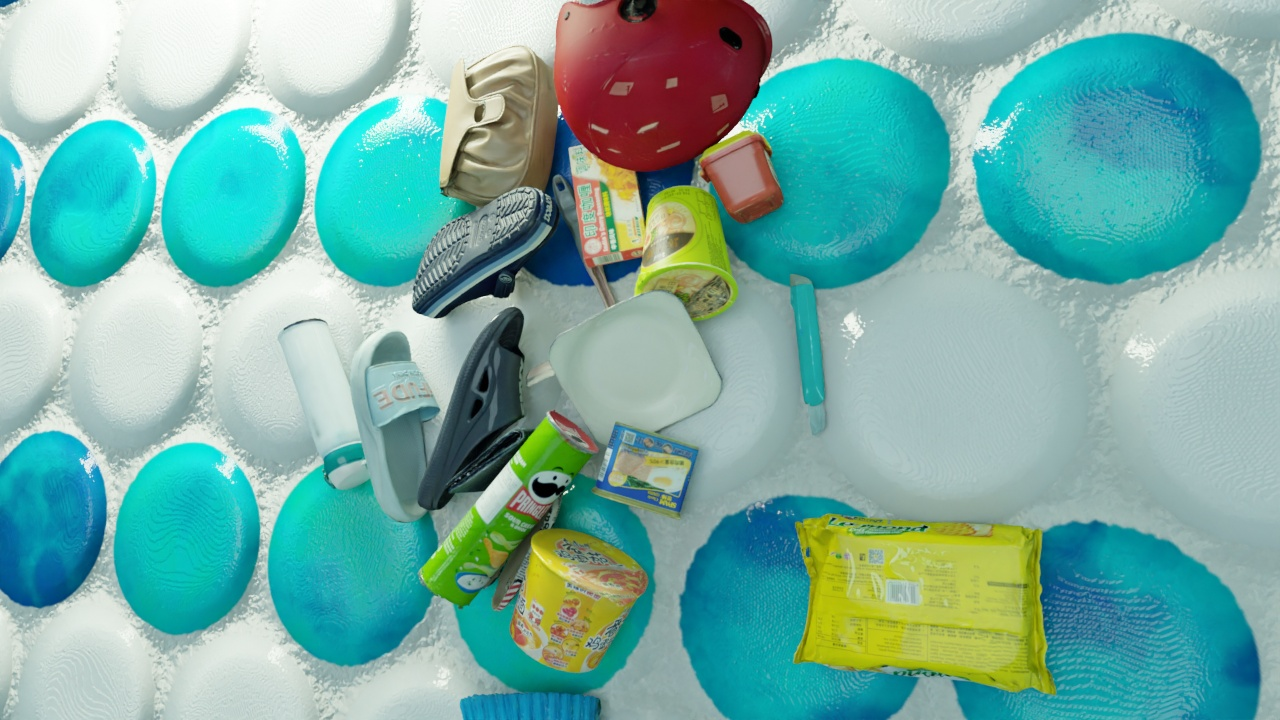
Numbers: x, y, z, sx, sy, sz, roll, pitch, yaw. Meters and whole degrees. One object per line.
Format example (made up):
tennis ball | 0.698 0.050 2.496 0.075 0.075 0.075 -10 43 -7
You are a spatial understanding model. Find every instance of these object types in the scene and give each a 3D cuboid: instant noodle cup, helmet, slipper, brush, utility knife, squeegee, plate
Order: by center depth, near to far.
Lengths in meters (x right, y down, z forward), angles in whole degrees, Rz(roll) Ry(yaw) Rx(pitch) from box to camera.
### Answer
helmet | 0.018 -0.290 0.997 0.240 0.207 0.143 -2 65 27
brush | -0.049 0.420 1.000 0.315 0.061 0.109 -4 50 8
instant noodle cup | -0.075 0.265 1.008 0.138 0.137 0.110 27 100 22
utility knife | 0.185 -0.008 1.008 0.029 0.013 0.182 -8 78 23
instant noodle cup | 0.048 -0.123 1.018 0.112 0.112 0.123 -12 59 19
plate | -0.006 0.006 1.028 0.164 0.034 0.164 -25 117 6
slipper | -0.180 0.067 1.097 0.083 0.110 0.268 25 97 6
squeegee | -0.057 -0.118 1.103 0.247 0.040 0.249 -23 69 0
slipper | -0.182 -0.128 1.123 0.254 0.095 0.105 -27 47 36
slipper | -0.294 0.076 1.133 0.074 0.104 0.245 -14 82 21

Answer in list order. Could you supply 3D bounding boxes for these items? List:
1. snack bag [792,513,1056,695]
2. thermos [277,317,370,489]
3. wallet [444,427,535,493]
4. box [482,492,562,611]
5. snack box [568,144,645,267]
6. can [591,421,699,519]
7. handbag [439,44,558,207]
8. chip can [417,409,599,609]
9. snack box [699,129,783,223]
snack bag | 0.275 0.236 0.909 0.247 0.068 0.158 -1 82 22
thermos | -0.408 0.059 1.196 0.073 0.073 0.224 -29 74 14
wallet | -0.161 0.119 1.076 0.121 0.097 0.019 -37 73 12
box | -0.150 0.208 1.069 0.086 0.075 0.162 27 88 53
snack box | -0.038 -0.191 1.092 0.077 0.027 0.155 -11 69 6
can | 0.007 0.121 1.018 0.102 0.057 0.083 18 86 -10
handbag | -0.181 -0.289 1.141 0.148 0.099 0.204 0 79 23
chip can | -0.147 0.166 1.017 0.072 0.072 0.236 42 96 21
snack box | 0.115 -0.201 1.023 0.082 0.091 0.080 -23 82 16
